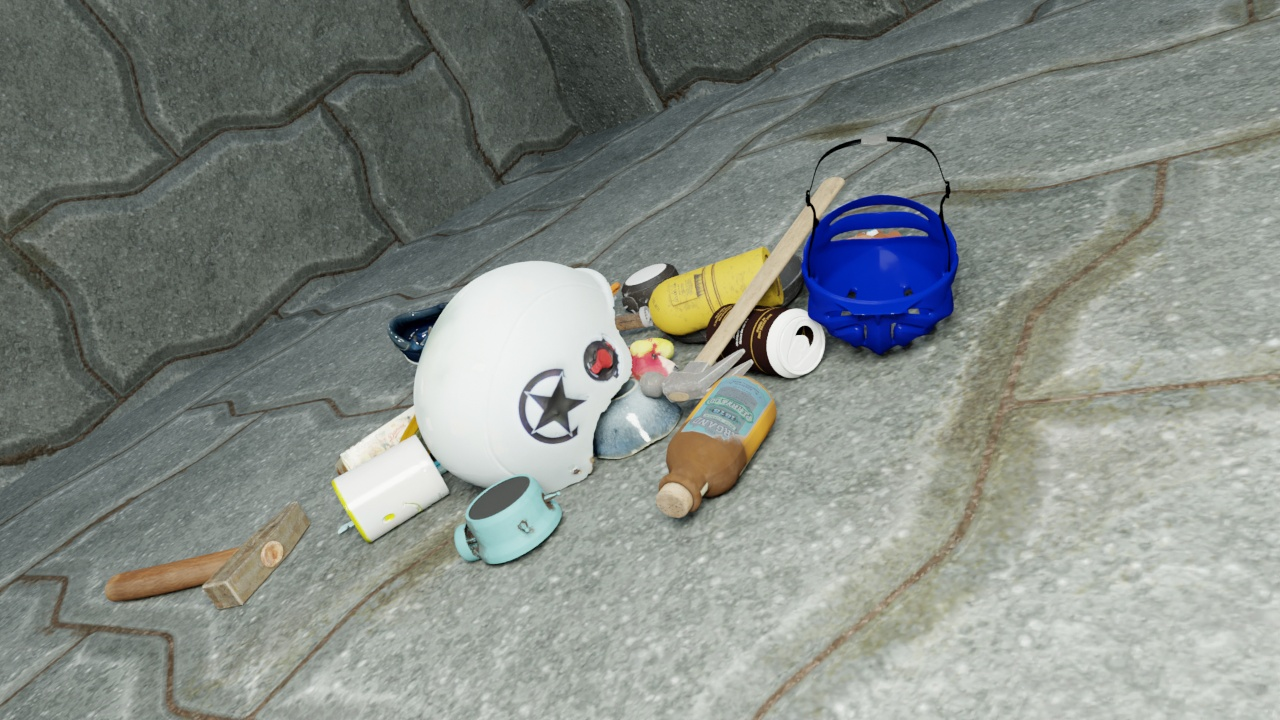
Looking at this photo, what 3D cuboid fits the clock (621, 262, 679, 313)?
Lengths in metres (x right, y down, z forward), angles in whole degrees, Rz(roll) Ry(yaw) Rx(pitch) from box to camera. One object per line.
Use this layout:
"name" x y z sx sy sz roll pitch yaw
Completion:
"clock" 0.014 -0.112 1.382 0.091 0.044 0.122 -18 21 20

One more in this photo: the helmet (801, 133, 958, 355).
"helmet" 0.229 -0.123 0.886 0.148 0.228 0.240 -1 31 15

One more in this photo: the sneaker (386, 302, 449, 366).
"sneaker" -0.231 -0.055 1.307 0.295 0.127 0.120 -8 65 16

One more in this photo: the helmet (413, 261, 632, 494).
"helmet" -0.145 0.004 0.973 0.237 0.163 0.264 12 82 49

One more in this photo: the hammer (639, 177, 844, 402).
"hammer" 0.129 -0.080 0.969 0.120 0.031 0.330 1 45 53

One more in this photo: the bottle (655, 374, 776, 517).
"bottle" 0.062 0.080 0.813 0.068 0.068 0.156 -9 26 38

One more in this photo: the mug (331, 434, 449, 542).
"mug" -0.284 0.145 1.046 0.106 0.082 0.082 -30 20 -16

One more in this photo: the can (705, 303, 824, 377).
"can" 0.130 -0.023 0.980 0.071 0.072 0.129 -34 22 -23

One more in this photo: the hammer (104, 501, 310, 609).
"hammer" -0.564 0.262 1.156 0.301 0.037 0.157 -16 22 25

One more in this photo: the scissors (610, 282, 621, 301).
"scissors" -0.075 -0.063 1.393 0.133 0.012 0.084 -48 -9 -13

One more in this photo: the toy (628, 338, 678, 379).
"toy" -0.006 0.006 1.091 0.105 0.067 0.137 -23 12 -1

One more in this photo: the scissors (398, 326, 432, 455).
"scissors" -0.231 0.041 1.100 0.016 0.226 0.165 35 30 28

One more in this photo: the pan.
"pan" 0.056 -0.064 1.223 0.358 0.040 0.207 -13 24 35

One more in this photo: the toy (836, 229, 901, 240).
"toy" 0.265 -0.131 1.104 0.127 0.065 0.095 -30 14 -28

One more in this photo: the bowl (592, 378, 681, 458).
"bowl" -0.014 0.055 0.987 0.110 0.055 0.110 -22 20 8

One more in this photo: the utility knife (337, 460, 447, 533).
"utility knife" -0.294 0.165 1.110 0.158 0.015 0.022 -34 44 -18

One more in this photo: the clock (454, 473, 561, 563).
"clock" -0.134 0.153 0.888 0.124 0.053 0.089 -12 23 39

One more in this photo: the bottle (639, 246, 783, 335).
"bottle" 0.077 -0.075 1.073 0.164 0.071 0.070 -17 22 21

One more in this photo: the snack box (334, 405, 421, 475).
"snack box" -0.319 0.104 1.184 0.146 0.041 0.143 -35 2 -23
